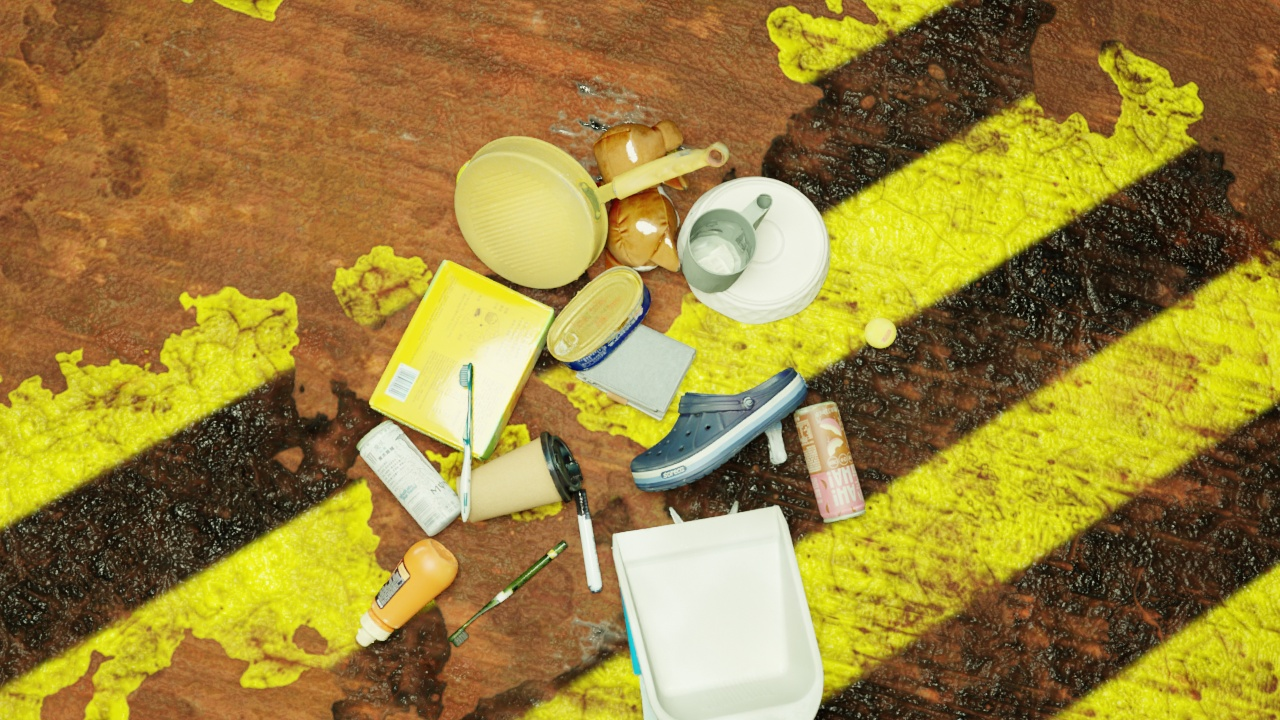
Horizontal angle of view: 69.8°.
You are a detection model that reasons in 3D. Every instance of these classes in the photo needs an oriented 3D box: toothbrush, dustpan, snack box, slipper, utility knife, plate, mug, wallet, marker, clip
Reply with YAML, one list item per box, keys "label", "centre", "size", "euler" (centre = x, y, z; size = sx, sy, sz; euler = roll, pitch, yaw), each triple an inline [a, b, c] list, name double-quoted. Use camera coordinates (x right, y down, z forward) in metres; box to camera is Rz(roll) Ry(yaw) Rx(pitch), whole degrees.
- label: "toothbrush"
  centre: [-0.163, 0.290, 1.145]
  size: [0.185, 0.012, 0.017]
  euler: [-40, 91, -8]
- label: "dustpan"
  centre: [0.099, 0.316, 1.069]
  size: [0.222, 0.143, 0.257]
  euler: [-9, 84, -7]
- label: "snack box"
  centre: [-0.220, 0.001, 1.160]
  size: [0.157, 0.070, 0.210]
  euler: [25, 80, 1]
- label: "toothbrush"
  centre: [-0.211, 0.097, 1.102]
  size: [0.018, 0.016, 0.191]
  euler: [0, 84, 8]
- label: "slipper"
  centre: [0.093, 0.074, 1.146]
  size: [0.252, 0.105, 0.095]
  euler: [-31, 91, -10]
- label: "utility knife"
  centre: [0.000, 0.355, 1.139]
  size: [0.034, 0.018, 0.223]
  euler: [-7, 80, -6]
- label: "plate"
  centre: [0.155, -0.152, 1.218]
  size: [0.205, 0.045, 0.204]
  euler: [0, 81, -2]
- label: "mug"
  centre: [0.109, -0.146, 1.139]
  size: [0.124, 0.103, 0.083]
  euler: [-43, 85, -9]
- label: "wallet"
  centre: [-0.007, 0.007, 1.185]
  size: [0.130, 0.037, 0.106]
  euler: [26, 83, 15]
- label: "marker"
  centre: [-0.067, 0.227, 1.156]
  size: [0.018, 0.022, 0.130]
  euler: [-14, 79, 21]
- label: "clip"
  centre: [0.175, 0.106, 1.190]
  size: [0.025, 0.036, 0.058]
  euler: [-7, 81, -7]

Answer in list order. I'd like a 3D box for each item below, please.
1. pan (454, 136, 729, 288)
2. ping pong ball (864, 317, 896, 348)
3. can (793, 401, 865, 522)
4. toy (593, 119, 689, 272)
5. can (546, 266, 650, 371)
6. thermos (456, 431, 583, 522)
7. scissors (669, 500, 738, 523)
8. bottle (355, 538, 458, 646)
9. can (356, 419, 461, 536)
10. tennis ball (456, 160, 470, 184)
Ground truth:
- label: "pan"
  centre: [-0.064, -0.199, 1.111]
  size: [0.358, 0.078, 0.198]
  euler: [-8, 124, 30]
- label: "ping pong ball"
  centre: [0.316, -0.036, 1.209]
  size: [0.040, 0.040, 0.040]
  euler: [0, 81, -3]
- label: "can"
  centre: [0.241, 0.129, 1.170]
  size: [0.058, 0.058, 0.147]
  euler: [-14, 82, -5]
- label: "toy"
  centre: [0.001, -0.204, 1.192]
  size: [0.130, 0.140, 0.199]
  euler: [4, 79, -45]
- label: "can"
  centre: [-0.051, -0.052, 1.164]
  size: [0.148, 0.049, 0.074]
  euler: [-46, 65, -2]
- label: "thermos"
  centre: [-0.149, 0.149, 1.135]
  size: [0.143, 0.093, 0.093]
  euler: [-21, 82, 2]
- label: "scissors"
  centre: [0.095, 0.295, 1.154]
  size: [0.232, 0.022, 0.220]
  euler: [38, 80, 2]
- label: "bottle"
  centre: [-0.290, 0.288, 1.117]
  size: [0.067, 0.067, 0.149]
  euler: [43, 88, 4]
- label: "can"
  centre: [-0.284, 0.146, 1.139]
  size: [0.058, 0.058, 0.146]
  euler: [-41, 85, -9]
- label: "tennis ball"
  centre: [-0.208, -0.232, 1.201]
  size: [0.065, 0.065, 0.065]
  euler: [0, 81, -3]
